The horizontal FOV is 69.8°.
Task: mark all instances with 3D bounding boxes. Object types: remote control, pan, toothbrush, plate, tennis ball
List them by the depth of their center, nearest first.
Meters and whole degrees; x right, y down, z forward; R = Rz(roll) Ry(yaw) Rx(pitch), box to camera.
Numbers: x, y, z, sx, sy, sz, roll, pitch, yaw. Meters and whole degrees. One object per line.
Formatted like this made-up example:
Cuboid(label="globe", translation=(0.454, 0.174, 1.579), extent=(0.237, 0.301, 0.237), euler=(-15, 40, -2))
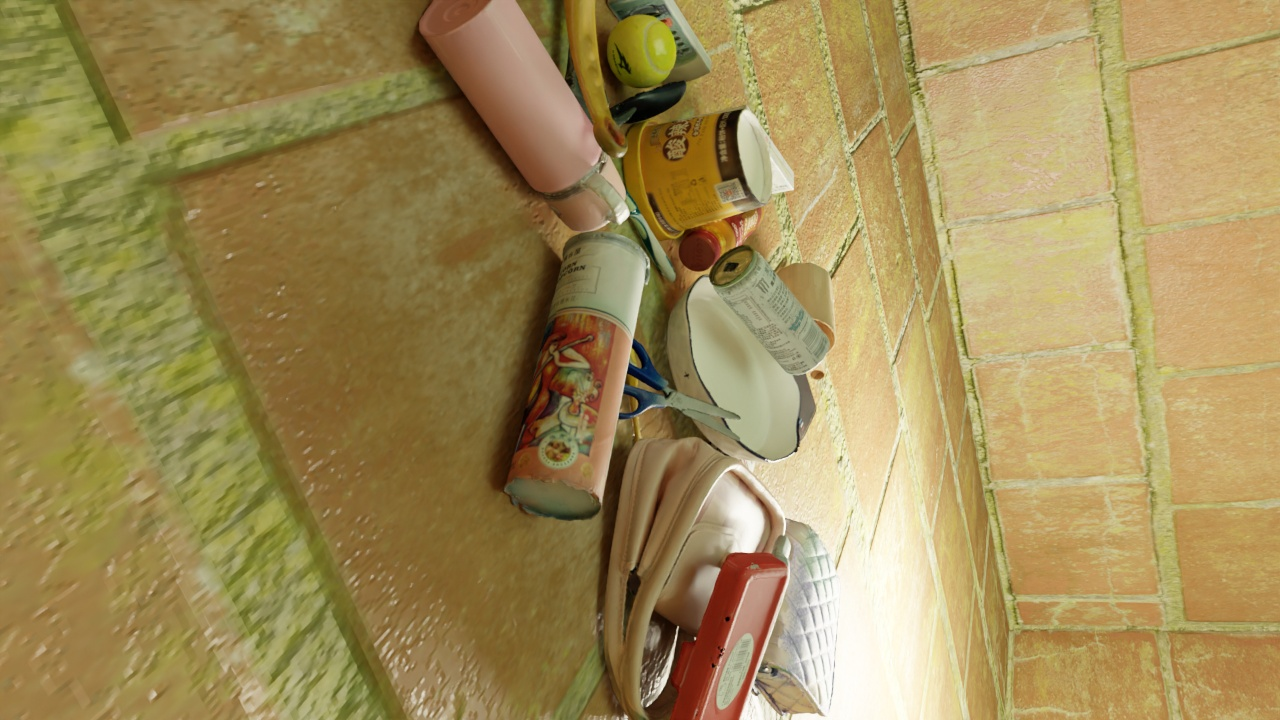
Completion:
Cuboid(label="pan", translation=(-0.061, -0.323, 0.683), extent=(0.197, 0.078, 0.357), euler=(-6, 70, -58))
Cuboid(label="toothbrush", translation=(-0.005, 0.005, 0.819), extent=(0.016, 0.018, 0.191), euler=(-9, 93, -65))
Cuboid(label="toothbrush", translation=(-0.009, -0.137, 0.855), extent=(0.192, 0.016, 0.018), euler=(56, 46, -41))
Cuboid(label="tennis ball", translation=(0.001, -0.288, 0.857), extent=(0.065, 0.066, 0.065), euler=(27, 60, -59))
Cuboid(label="remote control", translation=(0.009, -0.244, 0.875), extent=(0.024, 0.053, 0.136), euler=(66, 29, -13))
Cuboid(label="remote control", translation=(0.022, -0.327, 0.920), extent=(0.135, 0.056, 0.019), euler=(39, 50, -55))
Cuboid(label="plate", translation=(0.095, 0.011, 0.943), extent=(0.204, 0.046, 0.204), euler=(34, 44, -42))

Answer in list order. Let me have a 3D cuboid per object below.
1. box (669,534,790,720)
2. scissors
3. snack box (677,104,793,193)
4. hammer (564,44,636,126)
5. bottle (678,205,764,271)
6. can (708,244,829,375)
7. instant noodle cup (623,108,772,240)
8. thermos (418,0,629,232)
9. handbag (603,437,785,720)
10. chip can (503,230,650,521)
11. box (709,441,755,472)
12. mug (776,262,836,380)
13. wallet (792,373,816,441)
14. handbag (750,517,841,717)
Cuboid(label="box", translation=(0.082, 0.253, 0.783), extent=(0.161, 0.058, 0.201), euler=(5, 103, -62))
Cuboid(label="scissors", translation=(0.025, 0.023, 0.811), extent=(0.172, 0.012, 0.132), euler=(-9, 78, -42))
Cuboid(label="snack box", translation=(0.109, -0.230, 1.036), extent=(0.156, 0.085, 0.026), euler=(31, 57, -57))
Cuboid(label="hammer", translation=(-0.051, -0.338, 0.797), extent=(0.126, 0.032, 0.322), euler=(26, 59, -51))
Cuboid(label="bottle", translation=(0.087, -0.143, 1.001), extent=(0.174, 0.058, 0.057), euler=(-49, 126, -56))
Cuboid(label="can", translation=(0.133, -0.050, 0.940), extent=(0.146, 0.058, 0.058), euler=(45, 43, -30))
Cuboid(label="instant noodle cup", translation=(0.059, -0.184, 0.892), extent=(0.118, 0.115, 0.118), euler=(24, 62, -59))
Cuboid(label="thermos", translation=(-0.072, -0.174, 0.663), extent=(0.067, 0.087, 0.198), euler=(-43, 133, -8))
Cuboid(label="handbag", translation=(0.035, 0.198, 0.791), extent=(0.193, 0.093, 0.233), euler=(49, 56, -52))
Cuboid(label="chip can", translation=(-0.044, 0.008, 0.682), extent=(0.071, 0.071, 0.214), euler=(50, 41, -47))
Cuboid(label="box", translation=(0.096, 0.099, 0.982), extent=(0.069, 0.052, 0.163), euler=(54, 34, -21))
Cuboid(label="mug", translation=(0.219, -0.052, 1.208), extent=(0.125, 0.084, 0.103), euler=(57, 31, -42))
Cuboid(label="wallet", translation=(0.206, 0.034, 1.237), extent=(0.096, 0.020, 0.122), euler=(-53, 128, -55))
Cuboid(label="handbag", translation=(0.169, 0.292, 1.032), extent=(0.134, 0.076, 0.193), euler=(58, 34, -33))
